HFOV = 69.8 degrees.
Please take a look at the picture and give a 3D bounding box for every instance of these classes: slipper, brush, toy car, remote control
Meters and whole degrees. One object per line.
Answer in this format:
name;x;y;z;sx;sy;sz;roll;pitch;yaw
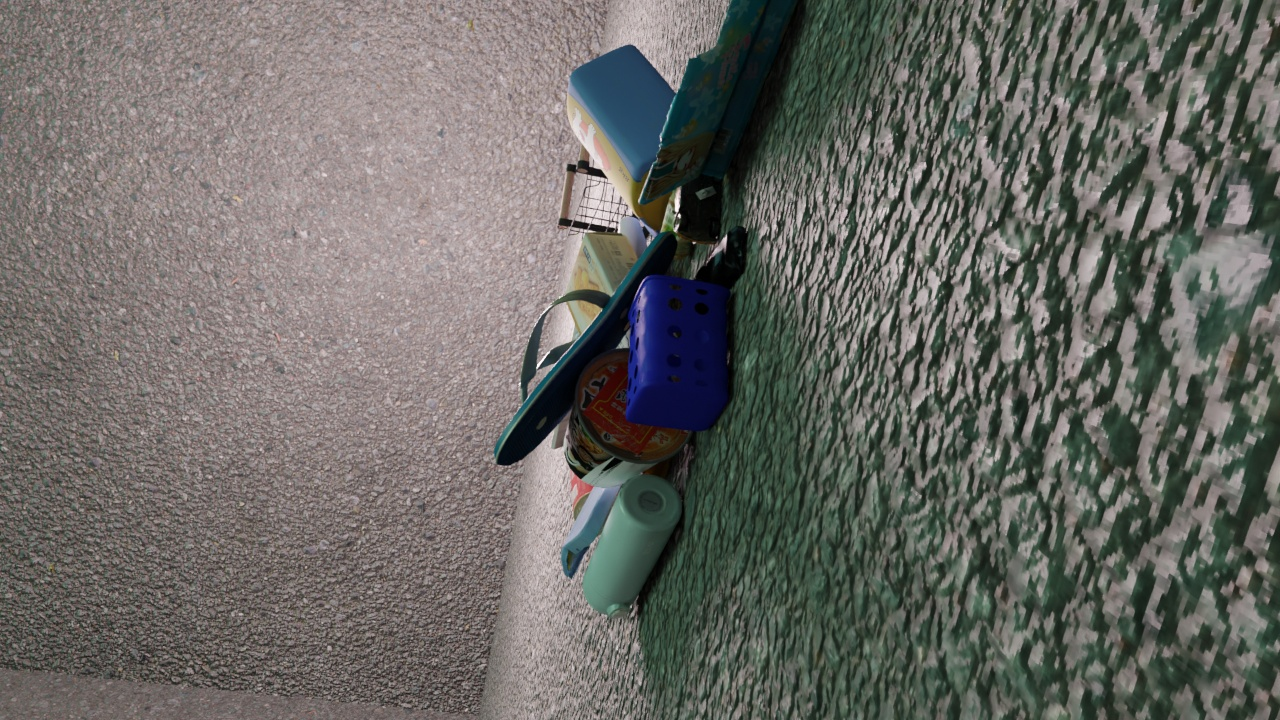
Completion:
slipper;-0.064;-0.020;0.928;0.294;0.060;0.118;-54;-14;-12
brush;0.014;0.130;1.015;0.048;0.017;0.127;-97;19;-59
toy car;0.057;-0.164;0.962;0.047;0.047;0.111;124;154;-62
remote control;0.068;-0.081;0.893;0.150;0.022;0.047;126;152;-68

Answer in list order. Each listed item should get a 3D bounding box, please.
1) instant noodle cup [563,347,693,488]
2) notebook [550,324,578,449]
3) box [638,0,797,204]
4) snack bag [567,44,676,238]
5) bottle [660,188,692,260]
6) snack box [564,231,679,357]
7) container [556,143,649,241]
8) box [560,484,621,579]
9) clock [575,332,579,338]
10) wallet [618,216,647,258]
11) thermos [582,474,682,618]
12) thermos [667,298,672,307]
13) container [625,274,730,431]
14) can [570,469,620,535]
instant noodle cup;-0.022;0.070;0.939;0.122;0.123;0.123;125;154;-56
notebook;-0.075;0.024;1.404;0.142;0.009;0.210;-14;-60;-60
box;0.081;-0.260;0.854;0.181;0.071;0.228;-61;-5;-38
snack bag;-0.012;-0.253;1.123;0.159;0.102;0.206;55;164;17
bottle;0.049;-0.169;1.029;0.043;0.043;0.111;-95;17;-56
snack box;-0.023;-0.040;1.056;0.207;0.057;0.104;66;145;36
container;-0.041;-0.278;1.380;0.242;0.130;0.162;135;143;-73
box;-0.038;0.143;1.058;0.208;0.034;0.128;-61;-3;-37
clock;-0.043;-0.044;1.302;0.053;0.090;0.124;-108;28;-49
wallet;-0.007;-0.103;1.184;0.118;0.037;0.115;70;-162;-52
thermos;-0.013;0.200;0.965;0.207;0.065;0.077;111;148;-48
thermos;-0.007;0.007;1.145;0.052;0.052;0.224;-101;23;-64
container;0.034;-0.004;0.838;0.085;0.085;0.113;114;161;-59
can;-0.062;0.171;1.260;0.170;0.067;0.067;-106;27;-67
